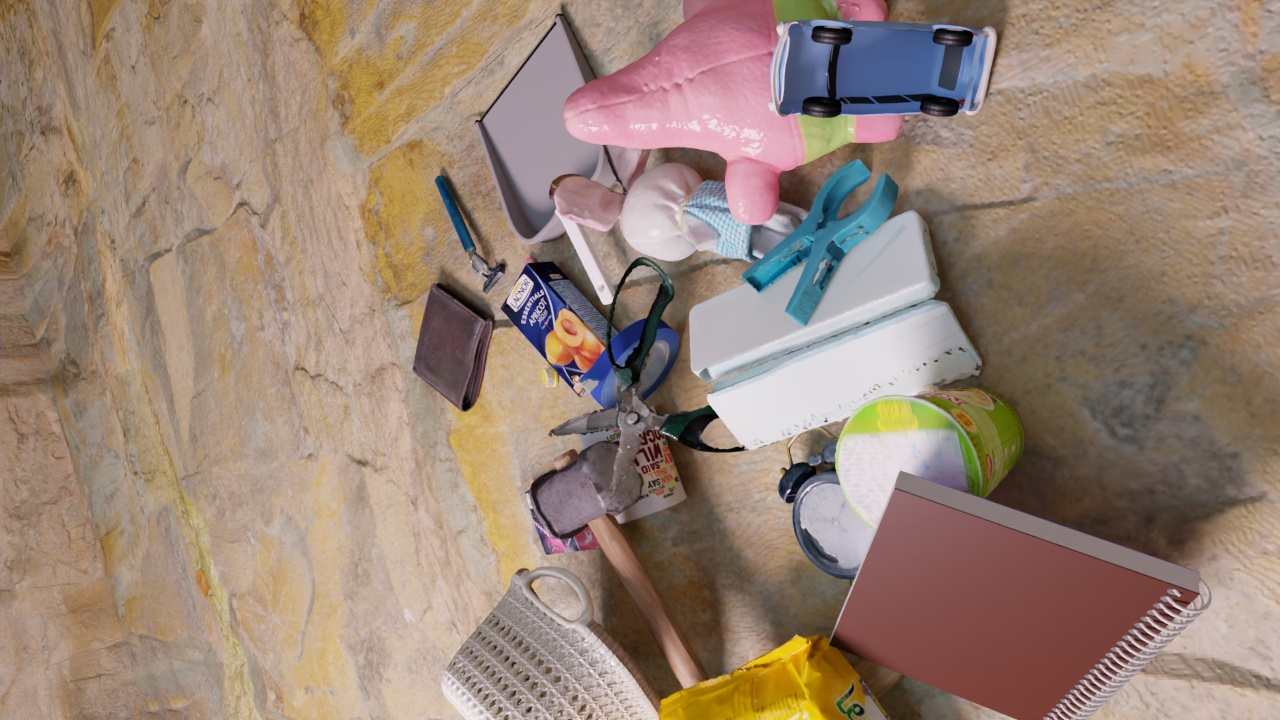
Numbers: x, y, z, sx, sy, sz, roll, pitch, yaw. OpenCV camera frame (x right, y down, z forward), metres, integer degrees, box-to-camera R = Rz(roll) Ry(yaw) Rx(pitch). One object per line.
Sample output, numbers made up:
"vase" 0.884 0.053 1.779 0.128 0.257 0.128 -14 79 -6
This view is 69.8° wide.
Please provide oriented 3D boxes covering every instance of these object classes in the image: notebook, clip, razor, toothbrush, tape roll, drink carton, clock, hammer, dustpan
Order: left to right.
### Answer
"razor" -0.191 -0.141 0.993 0.042 0.022 0.144 -42 71 40
"toothbrush" -0.103 -0.038 0.938 0.021 0.016 0.135 -7 96 38
"dustpan" -0.075 -0.169 0.866 0.164 0.033 0.257 -37 75 42
"drink carton" -0.073 -0.033 0.884 0.130 0.040 0.064 47 120 20
"tape roll" -0.005 0.005 0.804 0.091 0.093 0.016 -47 62 0
"hammer" 0.016 0.221 0.780 0.098 0.052 0.328 -34 85 44
"clip" 0.138 -0.080 0.645 0.113 0.028 0.127 33 91 46
"hammer" 0.164 0.280 0.747 0.117 0.051 0.324 47 126 22
"clock" 0.156 0.109 0.707 0.090 0.052 0.129 -43 66 41
"notebook" 0.222 0.163 0.579 0.172 0.022 0.210 19 141 14

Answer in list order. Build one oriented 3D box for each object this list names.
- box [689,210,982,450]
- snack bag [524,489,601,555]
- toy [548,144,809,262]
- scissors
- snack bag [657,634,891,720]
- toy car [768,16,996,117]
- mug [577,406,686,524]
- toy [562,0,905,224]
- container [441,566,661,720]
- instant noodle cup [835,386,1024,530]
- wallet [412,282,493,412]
"box" 0.135 -0.017 0.680 0.198 0.075 0.125 -22 104 33
"snack bag" -0.070 0.159 0.938 0.156 0.018 0.074 -23 86 54
"toy" 0.046 -0.121 0.744 0.205 0.130 0.106 21 159 18
"scissors" 0.019 0.008 0.750 0.015 0.201 0.204 125 136 -83
"snack bag" 0.132 0.332 0.703 0.160 0.068 0.247 -34 96 26
"toy car" 0.149 -0.185 0.580 0.054 0.153 0.056 -123 32 -59
"mug" -0.012 0.099 0.855 0.089 0.073 0.105 70 160 5
"toy" 0.061 -0.192 0.655 0.237 0.097 0.192 -10 85 6
"container" -0.064 0.318 0.832 0.185 0.142 0.246 20 144 48
"instant noodle cup" 0.200 0.060 0.611 0.099 0.107 0.099 13 109 41
"wallet" -0.214 -0.015 1.043 0.099 0.031 0.120 33 119 31
